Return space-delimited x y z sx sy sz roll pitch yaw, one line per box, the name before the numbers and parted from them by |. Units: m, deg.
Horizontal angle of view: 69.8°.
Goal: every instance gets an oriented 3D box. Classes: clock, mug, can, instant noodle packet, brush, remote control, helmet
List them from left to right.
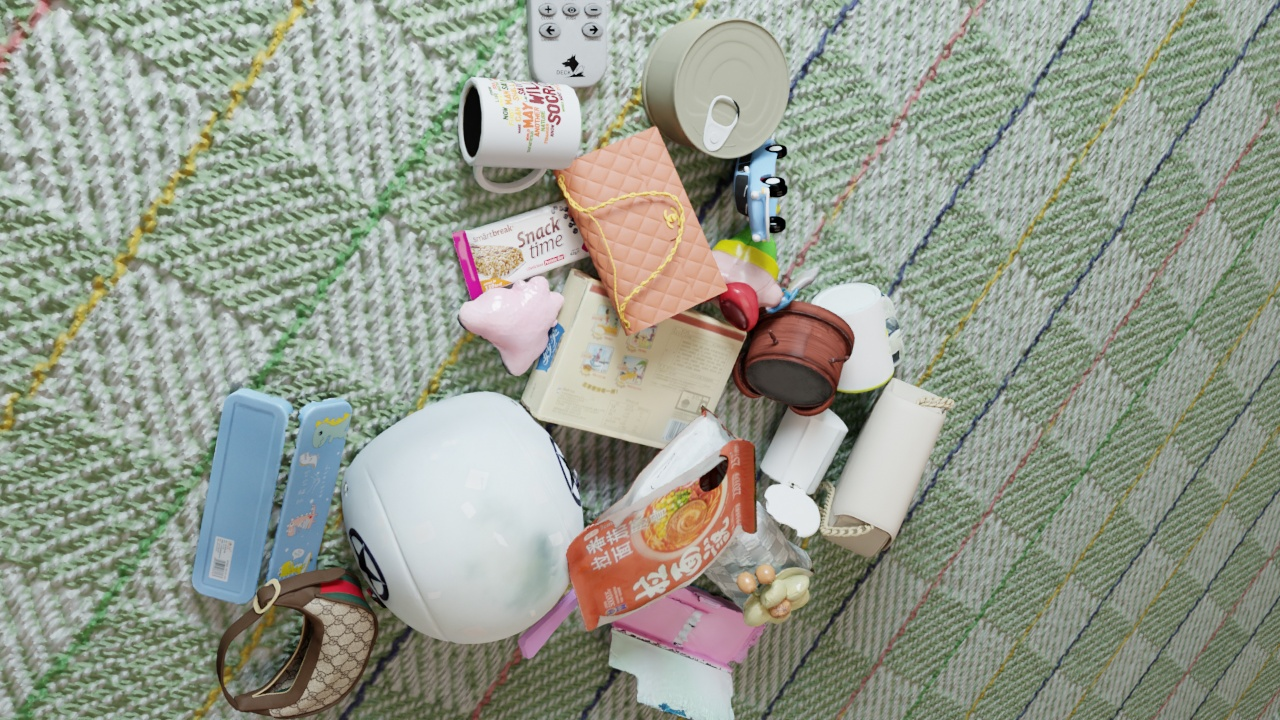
helmet | -0.156 0.176 0.900 0.236 0.164 0.264 -23 120 -17
mug | -0.113 -0.199 0.829 0.089 0.073 0.105 -4 132 -27
remote control | -0.066 -0.325 0.830 0.074 0.019 0.151 -10 114 -25
brush | -0.041 0.245 1.007 0.228 0.043 0.089 -41 137 -36
instant noodle packet | 0.015 0.174 0.960 0.220 0.084 0.165 -33 140 -24
can | 0.072 -0.267 0.895 0.127 0.073 0.128 -10 114 -25
clock | 0.170 0.004 1.030 0.120 0.158 0.072 19 62 2
mug | 0.250 -0.027 1.082 0.082 0.082 0.106 -27 119 -17

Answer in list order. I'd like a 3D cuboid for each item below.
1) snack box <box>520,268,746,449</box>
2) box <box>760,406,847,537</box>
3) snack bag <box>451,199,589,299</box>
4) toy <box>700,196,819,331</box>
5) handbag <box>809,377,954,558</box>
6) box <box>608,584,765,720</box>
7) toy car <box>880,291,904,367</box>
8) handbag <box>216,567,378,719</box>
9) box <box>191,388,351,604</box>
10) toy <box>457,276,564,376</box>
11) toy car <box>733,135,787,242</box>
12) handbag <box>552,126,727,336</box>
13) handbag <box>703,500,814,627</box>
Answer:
snack box | -0.006 0.006 0.974 0.207 0.055 0.153 16 101 -32
box | 0.192 0.123 1.081 0.083 0.143 0.137 23 100 -10
snack bag | -0.084 -0.123 0.904 0.196 0.016 0.070 -22 117 -19
toy | 0.117 -0.102 0.973 0.131 0.124 0.097 -48 155 -38
handbag | 0.281 0.125 1.099 0.103 0.208 0.210 23 85 10
box | 0.049 0.357 1.141 0.230 0.066 0.158 32 69 -34
toy car | 0.300 -0.033 1.137 0.048 0.033 0.105 -31 120 -13
handbag | -0.331 0.272 0.884 0.138 0.063 0.167 4 119 -43
box | -0.339 0.130 0.850 0.120 0.049 0.210 9 107 -29
toy | -0.120 -0.041 0.896 0.093 0.050 0.102 -47 133 -5
toy car | 0.120 -0.175 0.927 0.055 0.153 0.056 0 124 10
handbag | -0.001 -0.124 0.885 0.108 0.060 0.172 -25 95 -15
handbag | 0.133 0.244 1.105 0.112 0.123 0.171 -36 123 7
